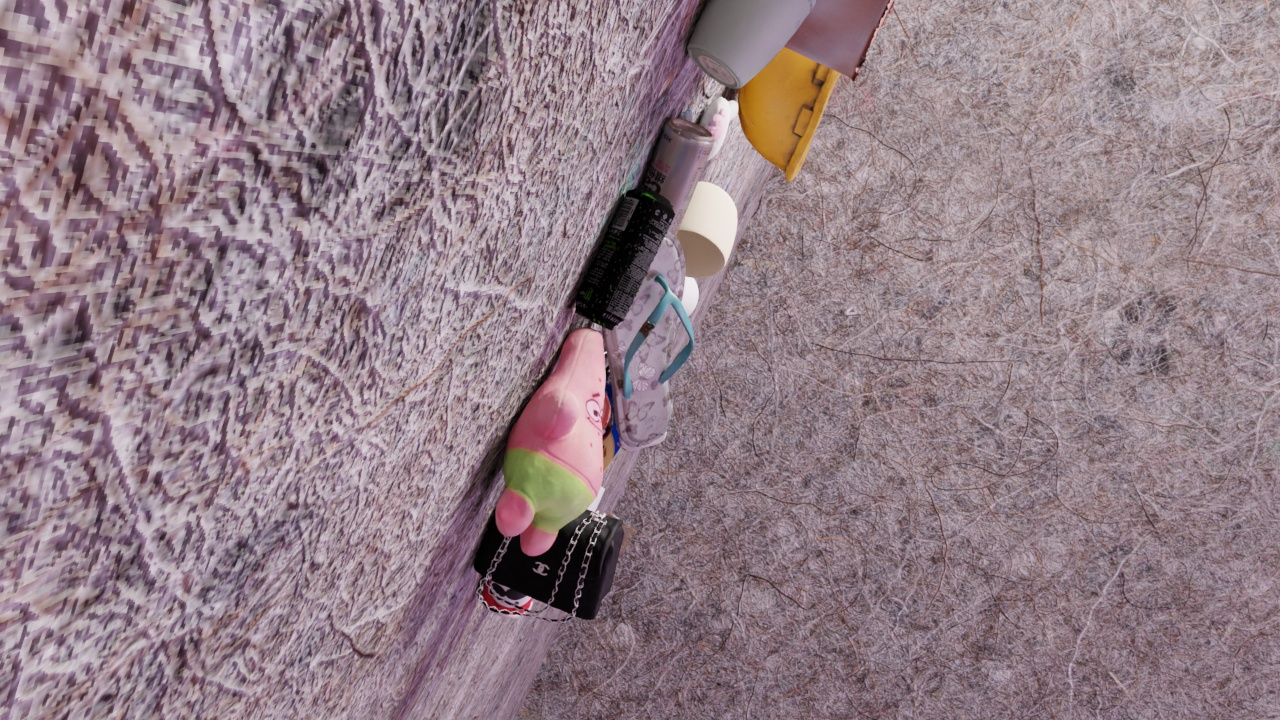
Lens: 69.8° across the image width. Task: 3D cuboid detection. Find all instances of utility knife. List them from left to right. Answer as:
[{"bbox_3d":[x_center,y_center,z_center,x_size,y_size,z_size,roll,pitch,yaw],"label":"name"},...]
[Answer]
[{"bbox_3d":[0.024,-0.200,1.029,0.022,0.015,0.177,-96,-158,-46],"label":"utility knife"}]

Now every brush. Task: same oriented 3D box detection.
[{"bbox_3d":[-0.075,0.235,1.391,0.045,0.143,0.008,-56,174,8],"label":"brush"}]

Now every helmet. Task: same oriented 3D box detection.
[{"bbox_3d":[0.203,-0.383,1.239,0.205,0.131,0.255,25,91,-85],"label":"helmet"}]

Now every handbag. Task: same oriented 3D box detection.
[{"bbox_3d":[-0.104,0.214,1.024,0.114,0.154,0.125,-41,151,-67],"label":"handbag"}]

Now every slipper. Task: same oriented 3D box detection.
[{"bbox_3d":[0.008,-0.008,0.987,0.098,0.055,0.269,-15,127,-26],"label":"slipper"}]

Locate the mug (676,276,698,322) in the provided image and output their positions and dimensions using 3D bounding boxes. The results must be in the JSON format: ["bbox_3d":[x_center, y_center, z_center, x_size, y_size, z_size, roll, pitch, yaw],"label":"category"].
[{"bbox_3d":[0.021,-0.081,1.243,0.114,0.081,0.087,-45,171,8],"label":"mug"}]

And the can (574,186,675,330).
[{"bbox_3d":[-0.016,-0.099,0.893,0.137,0.054,0.054,-64,174,-1],"label":"can"}]

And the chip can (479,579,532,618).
[{"bbox_3d":[-0.134,0.214,1.132,0.221,0.069,0.069,-67,174,25],"label":"chip can"}]

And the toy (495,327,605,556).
[{"bbox_3d":[-0.076,0.073,0.916,0.192,0.097,0.236,74,29,-64],"label":"toy"}]

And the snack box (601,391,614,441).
[{"bbox_3d":[-0.068,0.063,1.059,0.072,0.072,0.121,-63,175,-8],"label":"snack box"}]

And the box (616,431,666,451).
[{"bbox_3d":[-0.003,0.003,1.064,0.070,0.067,0.210,-96,-176,-63],"label":"box"}]

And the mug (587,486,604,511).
[{"bbox_3d":[-0.109,0.214,1.306,0.082,0.082,0.105,67,48,-82],"label":"mug"}]

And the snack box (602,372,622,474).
[{"bbox_3d":[-0.061,0.104,1.171,0.207,0.057,0.056,-56,-159,12],"label":"snack box"}]

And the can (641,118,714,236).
[{"bbox_3d":[0.029,-0.179,0.952,0.136,0.054,0.054,-67,174,29],"label":"can"}]

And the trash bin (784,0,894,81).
[{"bbox_3d":[0.196,-0.425,0.878,0.181,0.157,0.260,-63,175,-11],"label":"trash bin"}]

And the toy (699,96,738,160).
[{"bbox_3d":[0.089,-0.285,1.122,0.079,0.038,0.122,-63,180,16],"label":"toy"}]

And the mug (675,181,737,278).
[{"bbox_3d":[0.065,-0.170,1.172,0.120,0.096,0.099,-15,-133,45],"label":"mug"}]

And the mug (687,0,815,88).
[{"bbox_3d":[0.093,-0.315,0.861,0.104,0.084,0.111,-54,-157,2],"label":"mug"}]

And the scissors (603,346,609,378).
[{"bbox_3d":[-0.045,0.008,1.180,0.201,0.015,0.204,-33,166,-45],"label":"scissors"}]

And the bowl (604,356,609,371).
[{"bbox_3d":[-0.031,0.052,1.366,0.176,0.066,0.177,-63,174,-12],"label":"bowl"}]
